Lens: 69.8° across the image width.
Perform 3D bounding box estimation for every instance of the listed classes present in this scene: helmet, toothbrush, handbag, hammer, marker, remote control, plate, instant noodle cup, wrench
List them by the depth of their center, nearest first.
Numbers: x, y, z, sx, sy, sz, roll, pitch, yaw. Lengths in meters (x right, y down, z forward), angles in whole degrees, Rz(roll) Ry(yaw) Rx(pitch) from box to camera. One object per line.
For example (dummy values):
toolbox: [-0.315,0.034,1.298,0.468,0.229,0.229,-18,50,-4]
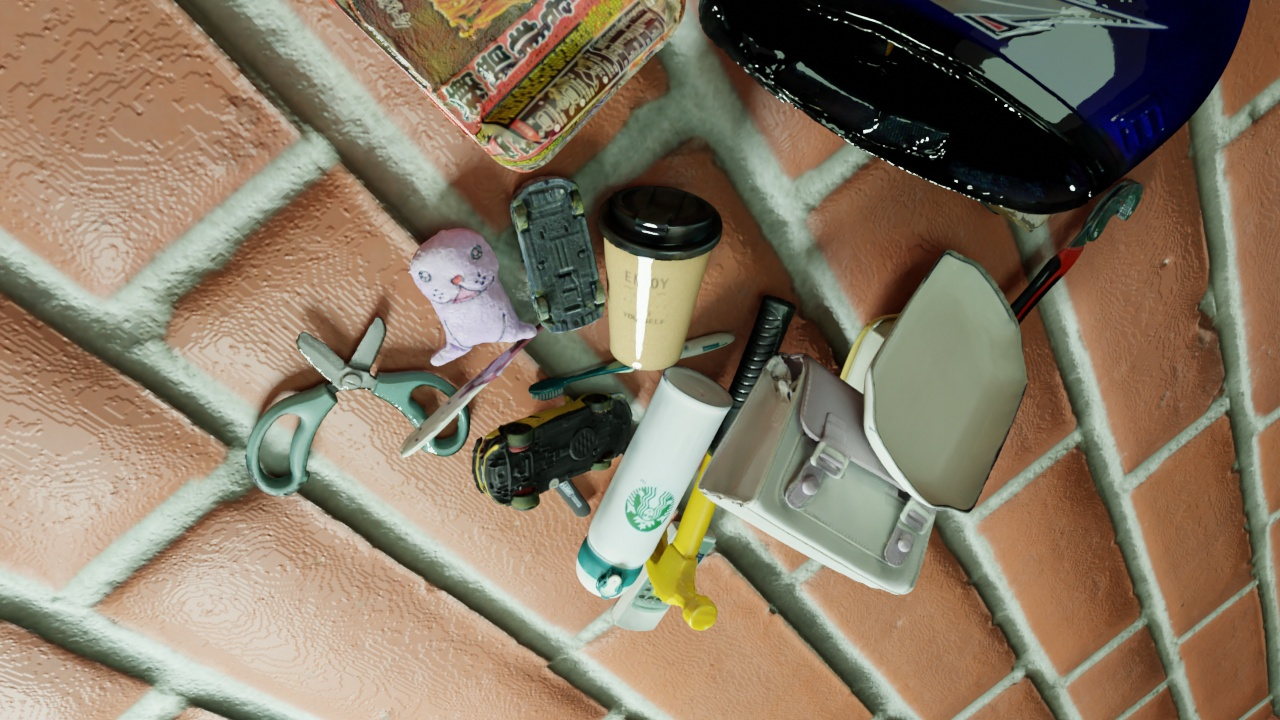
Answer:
instant noodle cup: [-0.083,-0.229,0.551,0.164,0.079,0.189,-43,131,5]
helmet: [0.222,-0.257,0.589,0.315,0.247,0.240,26,88,-6]
toothbrush: [-0.117,0.012,0.726,0.187,0.016,0.017,-43,141,-5]
handbag: [0.170,0.098,0.789,0.197,0.099,0.144,32,74,-27]
toothbrush: [-0.005,0.005,0.791,0.191,0.016,0.018,-15,137,-17]
plate: [0.264,0.016,0.802,0.162,0.034,0.264,52,51,-15]
marker: [-0.075,0.104,0.821,0.018,0.015,0.124,-34,130,-4]
hammer: [0.073,0.085,0.835,0.032,0.129,0.301,13,104,-32]
wrench: [0.405,-0.079,0.917,0.273,0.016,0.056,-47,139,-1]
handbag: [0.268,0.026,0.923,0.178,0.063,0.164,-11,127,-38]
remote control: [0.023,0.225,0.950,0.056,0.019,0.135,20,111,-35]

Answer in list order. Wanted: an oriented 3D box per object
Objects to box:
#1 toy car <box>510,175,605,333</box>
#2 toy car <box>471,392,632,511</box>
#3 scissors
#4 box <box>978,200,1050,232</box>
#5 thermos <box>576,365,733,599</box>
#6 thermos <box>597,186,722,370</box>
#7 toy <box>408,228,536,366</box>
toy car: [-0.062,-0.079,0.690,0.054,0.037,0.121,-17,116,-12]
toy car: [-0.070,0.072,0.771,0.155,0.041,0.071,-21,118,-39]
scissors: [-0.225,0.051,0.709,0.178,0.019,0.170,-40,131,3]
box: [0.316,-0.184,0.796,0.184,0.061,0.090,28,107,-39]
thermos: [0.006,0.117,0.833,0.073,0.073,0.225,12,115,-32]
thermos: [0.010,-0.065,0.708,0.093,0.093,0.143,-11,133,-20]
toy: [-0.131,-0.049,0.675,0.084,0.039,0.108,-20,130,-5]
